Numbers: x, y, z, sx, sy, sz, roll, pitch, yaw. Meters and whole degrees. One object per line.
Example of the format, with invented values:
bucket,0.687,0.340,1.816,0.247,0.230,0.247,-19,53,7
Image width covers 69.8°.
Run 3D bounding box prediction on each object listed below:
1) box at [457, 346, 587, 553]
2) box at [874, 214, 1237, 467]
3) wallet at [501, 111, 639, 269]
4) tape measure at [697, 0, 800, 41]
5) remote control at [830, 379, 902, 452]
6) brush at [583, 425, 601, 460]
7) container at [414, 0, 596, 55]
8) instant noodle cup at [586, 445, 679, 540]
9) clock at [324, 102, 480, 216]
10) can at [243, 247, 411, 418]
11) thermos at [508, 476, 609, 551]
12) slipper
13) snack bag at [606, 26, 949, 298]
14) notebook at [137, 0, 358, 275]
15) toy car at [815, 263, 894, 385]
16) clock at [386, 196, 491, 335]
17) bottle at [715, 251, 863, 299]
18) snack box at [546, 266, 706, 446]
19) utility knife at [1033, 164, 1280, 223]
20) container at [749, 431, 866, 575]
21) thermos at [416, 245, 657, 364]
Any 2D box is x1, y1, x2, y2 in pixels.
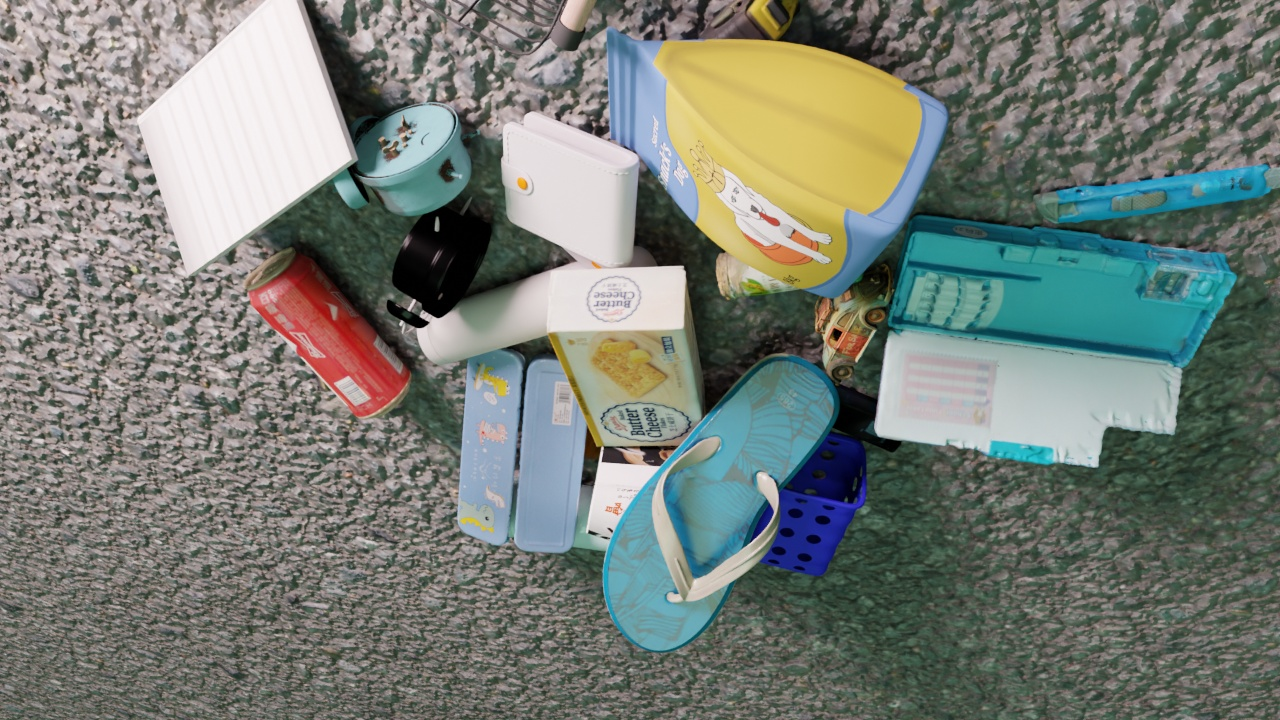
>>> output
box,-0.115,0.089,0.881,0.127,0.034,0.209,9,110,5
box,0.306,-0.014,0.707,0.227,0.071,0.182,9,110,7
wallet,-0.054,-0.118,0.702,0.118,0.037,0.115,28,136,25
tape measure,0.065,-0.215,0.597,0.067,0.062,0.038,-29,118,34
remote control,0.171,0.043,0.820,0.150,0.022,0.047,22,131,-6
brush,-0.057,0.080,0.913,0.127,0.017,0.048,-10,127,21
container,-0.110,-0.303,0.519,0.241,0.130,0.163,27,131,-9
instant noodle cup,0.017,0.130,0.859,0.122,0.123,0.124,11,132,-2
clock,-0.187,-0.152,0.700,0.124,0.089,0.053,-5,139,17
can,-0.286,-0.022,0.849,0.067,0.067,0.170,-18,124,27
thermos,-0.072,0.161,0.955,0.207,0.065,0.078,6,148,9
slipper,0.058,0.125,0.768,0.118,0.060,0.295,35,102,6
snack bag,0.072,-0.136,0.602,0.205,0.102,0.159,25,170,4
notebook,-0.311,-0.173,0.709,0.210,0.009,0.142,-24,84,30
toy car,0.164,-0.032,0.740,0.047,0.047,0.112,16,132,-3
clock,-0.169,-0.073,0.759,0.042,0.091,0.121,29,119,2
bottle,0.116,-0.075,0.719,0.111,0.043,0.043,-7,128,20
snack box,-0.005,0.004,0.759,0.104,0.057,0.208,-1,150,8
utility knife,0.369,-0.117,0.639,0.175,0.015,0.031,-8,132,18
container,0.153,0.133,0.861,0.084,0.084,0.114,14,133,3
thermos,-0.089,-0.046,0.788,0.225,0.052,0.052,-15,125,25
